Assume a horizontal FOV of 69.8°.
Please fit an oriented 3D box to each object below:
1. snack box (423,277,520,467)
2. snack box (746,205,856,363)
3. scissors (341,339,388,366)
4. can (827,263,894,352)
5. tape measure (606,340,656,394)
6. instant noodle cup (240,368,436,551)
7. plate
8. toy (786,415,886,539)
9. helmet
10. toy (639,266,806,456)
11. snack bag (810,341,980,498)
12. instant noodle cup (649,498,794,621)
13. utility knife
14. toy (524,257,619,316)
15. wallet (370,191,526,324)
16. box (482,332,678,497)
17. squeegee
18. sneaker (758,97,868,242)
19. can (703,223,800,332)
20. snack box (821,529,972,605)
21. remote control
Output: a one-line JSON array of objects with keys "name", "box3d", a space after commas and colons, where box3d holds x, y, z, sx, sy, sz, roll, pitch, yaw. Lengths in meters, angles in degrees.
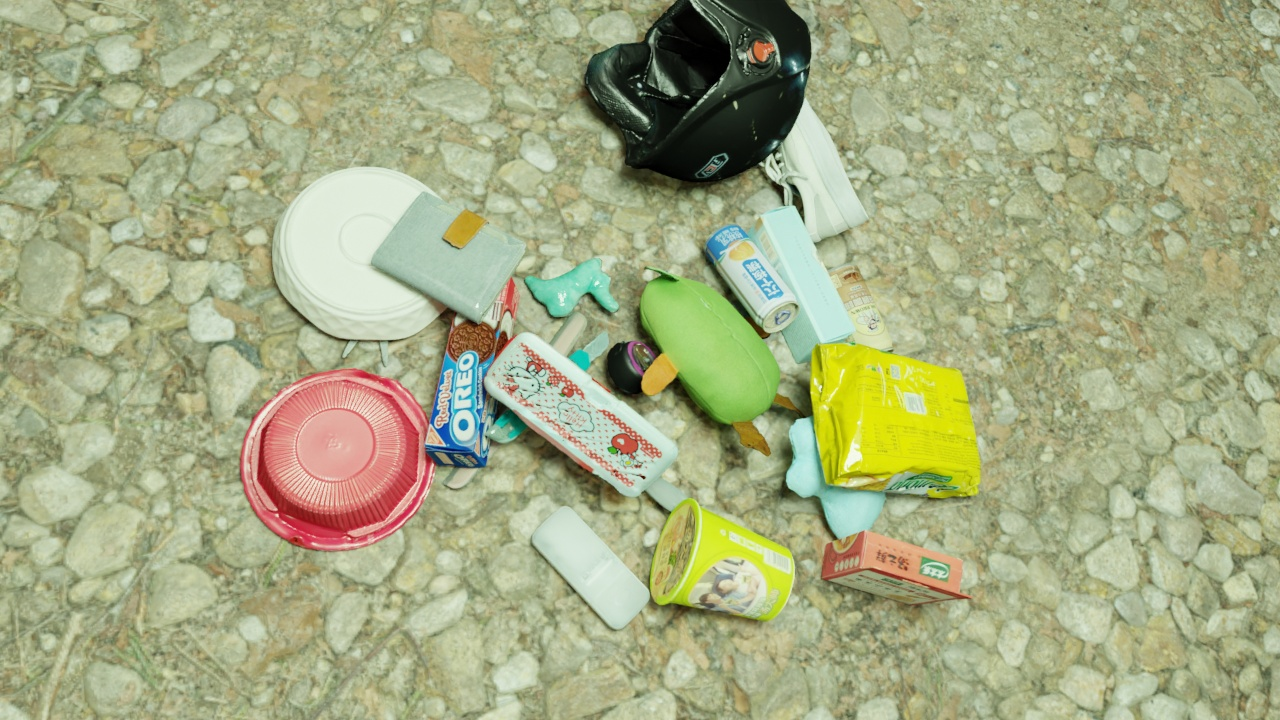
[{"name": "snack box", "box3d": [-0.176, 0.008, 0.975, 0.057, 0.058, 0.207, 6, 68, 6]}, {"name": "snack box", "box3d": [0.184, -0.089, 1.086, 0.051, 0.074, 0.174, -19, 77, -18]}, {"name": "scissors", "box3d": [-0.289, -0.083, 1.012, 0.162, 0.012, 0.163, -41, 85, -22]}, {"name": "can", "box3d": [0.255, -0.054, 1.098, 0.058, 0.059, 0.116, -17, 76, -18]}, {"name": "tape measure", "box3d": [-0.006, 0.006, 1.020, 0.057, 0.039, 0.057, 5, 56, -45]}, {"name": "instant noodle cup", "box3d": [-0.303, 0.091, 0.922, 0.193, 0.066, 0.193, 4, 70, -11]}, {"name": "plate", "box3d": [-0.291, -0.123, 0.993, 0.204, 0.046, 0.204, 4, 72, -11]}, {"name": "toy", "box3d": [0.223, 0.129, 1.018, 0.156, 0.050, 0.161, 3, 88, -30]}, {"name": "helmet", "box3d": [0.080, -0.322, 1.059, 0.230, 0.234, 0.274, 22, 64, -25]}, {"name": "toy", "box3d": [0.085, -0.003, 1.024, 0.226, 0.090, 0.246, -25, 73, -46]}, {"name": "snack bag", "box3d": [0.286, 0.065, 1.015, 0.246, 0.068, 0.158, 10, 66, -36]}, {"name": "instant noodle cup", "box3d": [0.088, 0.215, 0.949, 0.123, 0.112, 0.111, 22, 68, -14]}, {"name": "utility knife", "box3d": [-0.093, 0.027, 0.980, 0.186, 0.013, 0.029, -45, 108, -30]}, {"name": "toy", "box3d": [-0.071, -0.081, 1.049, 0.091, 0.030, 0.096, -34, 71, -19]}, {"name": "wallet", "box3d": [-0.199, -0.113, 0.964, 0.130, 0.037, 0.106, 29, 70, 2]}, {"name": "box", "box3d": [-0.055, 0.047, 0.920, 0.201, 0.099, 0.095, 38, 53, -10]}, {"name": "squeegee", "box3d": [-0.038, 0.100, 0.992, 0.249, 0.040, 0.247, 35, 67, 0]}, {"name": "sneaker", "box3d": [0.199, -0.247, 1.147, 0.091, 0.089, 0.242, -27, 58, 19]}, {"name": "can", "box3d": [0.129, -0.096, 1.065, 0.053, 0.053, 0.134, -21, 57, -18]}, {"name": "snack box", "box3d": [0.270, 0.220, 0.971, 0.113, 0.127, 0.044, 18, 69, -7]}, {"name": "remote control", "box3d": [-0.052, 0.216, 0.958, 0.136, 0.020, 0.055, 45, 67, 5]}]
